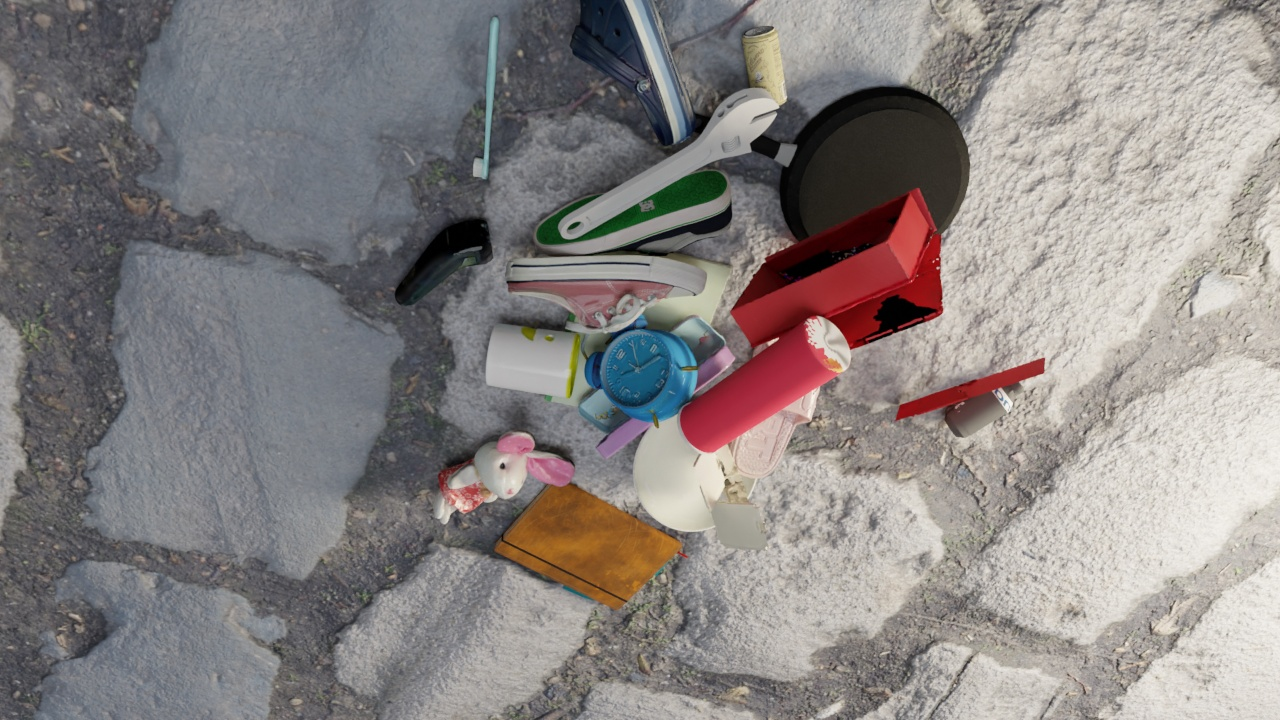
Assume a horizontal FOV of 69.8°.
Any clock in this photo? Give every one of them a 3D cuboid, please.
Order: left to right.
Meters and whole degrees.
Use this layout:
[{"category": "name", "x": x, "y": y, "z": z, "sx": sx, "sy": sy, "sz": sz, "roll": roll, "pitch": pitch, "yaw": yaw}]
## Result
[{"category": "clock", "x": -0.007, "y": 0.007, "z": 1.137, "sx": 0.117, "sy": 0.161, "sz": 0.060, "roll": -58, "pitch": 152, "yaw": 7}]

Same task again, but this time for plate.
[{"category": "plate", "x": 0.074, "y": 0.144, "z": 1.267, "sx": 0.182, "sy": 0.034, "sz": 0.182, "roll": -3, "pitch": 100, "yaw": -16}]

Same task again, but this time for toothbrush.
[{"category": "toothbrush", "x": -0.169, "y": -0.286, "z": 1.012, "sx": 0.016, "sy": 0.016, "sz": 0.181, "roll": 11, "pitch": 121, "yaw": -2}]

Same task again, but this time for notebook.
[{"category": "notebook", "x": -0.077, "y": 0.288, "z": 1.383, "sx": 0.249, "sy": 0.014, "sz": 0.179, "roll": 32, "pitch": 114, "yaw": -22}, {"category": "notebook", "x": -0.007, "y": -0.032, "z": 1.189, "sx": 0.182, "sy": 0.010, "sz": 0.253, "roll": 12, "pitch": 120, "yaw": -13}]

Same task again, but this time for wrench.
[{"category": "wrench", "x": 0.028, "y": -0.212, "z": 1.002, "sx": 0.273, "sy": 0.018, "sz": 0.087, "roll": -29, "pitch": 154, "yaw": 2}]

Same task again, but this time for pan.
[{"category": "pan", "x": 0.218, "y": -0.224, "z": 1.075, "sx": 0.356, "sy": 0.034, "sz": 0.226, "roll": 14, "pitch": 121, "yaw": -15}]

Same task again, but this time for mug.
[{"category": "mug", "x": -0.134, "y": 0.000, "z": 1.149, "sx": 0.106, "sy": 0.082, "sz": 0.083, "roll": 8, "pitch": 121, "yaw": 0}]

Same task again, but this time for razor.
[{"category": "razor", "x": -0.234, "y": -0.111, "z": 1.101, "sx": 0.152, "sy": 0.053, "sz": 0.067, "roll": -37, "pitch": 135, "yaw": 24}]

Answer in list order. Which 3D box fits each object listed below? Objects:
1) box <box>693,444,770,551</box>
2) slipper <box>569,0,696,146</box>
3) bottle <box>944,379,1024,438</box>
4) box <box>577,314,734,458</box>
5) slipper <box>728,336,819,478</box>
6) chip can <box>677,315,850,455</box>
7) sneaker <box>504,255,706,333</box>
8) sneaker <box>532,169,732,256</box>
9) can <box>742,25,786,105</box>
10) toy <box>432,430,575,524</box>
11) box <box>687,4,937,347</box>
[{"category": "box", "x": 0.099, "y": 0.159, "z": 1.160, "sx": 0.069, "sy": 0.191, "sz": 0.143, "roll": -23, "pitch": 100, "yaw": -6}, {"category": "slipper", "x": -0.021, "y": -0.326, "z": 0.945, "sx": 0.095, "sy": 0.105, "sz": 0.253, "roll": -28, "pitch": 123, "yaw": 4}, {"category": "bottle", "x": 0.478, "y": 0.064, "z": 1.273, "sx": 0.112, "sy": 0.047, "sz": 0.047, "roll": -36, "pitch": 118, "yaw": 16}, {"category": "box", "x": 0.023, "y": 0.038, "z": 1.194, "sx": 0.214, "sy": 0.096, "sz": 0.077, "roll": -38, "pitch": 152, "yaw": 18}, {"category": "slipper", "x": 0.183, "y": 0.055, "z": 1.209, "sx": 0.094, "sy": 0.064, "sz": 0.240, "roll": 12, "pitch": 108, "yaw": -14}, {"category": "chip can", "x": 0.134, "y": 0.032, "z": 1.032, "sx": 0.069, "sy": 0.069, "sz": 0.221, "roll": 29, "pitch": 138, "yaw": -21}, {"category": "sneaker", "x": -0.038, "y": -0.075, "z": 1.076, "sx": 0.241, "sy": 0.118, "sz": 0.088, "roll": -1, "pitch": 90, "yaw": -12}, {"category": "sneaker", "x": -0.006, "y": -0.152, "z": 1.078, "sx": 0.235, "sy": 0.084, "sz": 0.079, "roll": -13, "pitch": 139, "yaw": 4}, {"category": "can", "x": 0.136, "y": -0.320, "z": 1.003, "sx": 0.038, "sy": 0.038, "sz": 0.079, "roll": -14, "pitch": 122, "yaw": 3}, {"category": "toy", "x": -0.202, "y": 0.157, "z": 1.251, "sx": 0.194, "sy": 0.084, "sz": 0.159, "roll": -26, "pitch": 144, "yaw": 10}, {"category": "box", "x": 0.167, "y": -0.199, "z": 1.018, "sx": 0.214, "sy": 0.152, "sz": 0.325, "roll": -22, "pitch": 94, "yaw": 38}]
